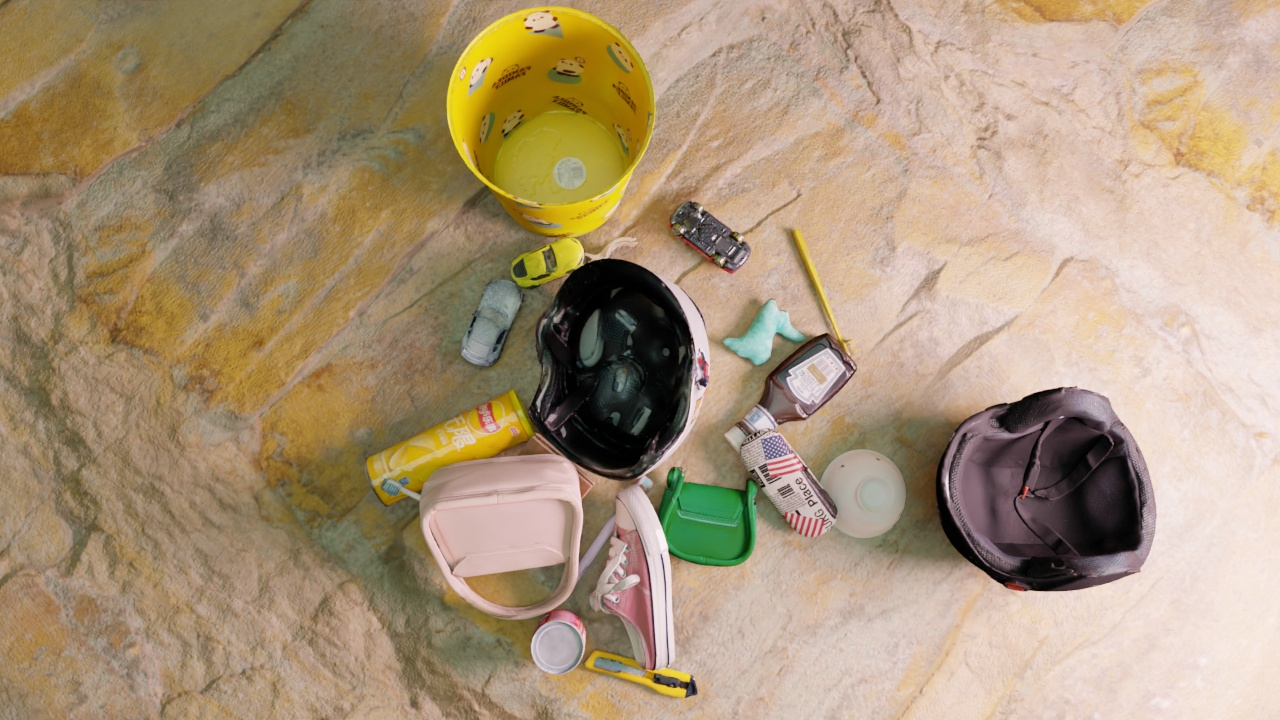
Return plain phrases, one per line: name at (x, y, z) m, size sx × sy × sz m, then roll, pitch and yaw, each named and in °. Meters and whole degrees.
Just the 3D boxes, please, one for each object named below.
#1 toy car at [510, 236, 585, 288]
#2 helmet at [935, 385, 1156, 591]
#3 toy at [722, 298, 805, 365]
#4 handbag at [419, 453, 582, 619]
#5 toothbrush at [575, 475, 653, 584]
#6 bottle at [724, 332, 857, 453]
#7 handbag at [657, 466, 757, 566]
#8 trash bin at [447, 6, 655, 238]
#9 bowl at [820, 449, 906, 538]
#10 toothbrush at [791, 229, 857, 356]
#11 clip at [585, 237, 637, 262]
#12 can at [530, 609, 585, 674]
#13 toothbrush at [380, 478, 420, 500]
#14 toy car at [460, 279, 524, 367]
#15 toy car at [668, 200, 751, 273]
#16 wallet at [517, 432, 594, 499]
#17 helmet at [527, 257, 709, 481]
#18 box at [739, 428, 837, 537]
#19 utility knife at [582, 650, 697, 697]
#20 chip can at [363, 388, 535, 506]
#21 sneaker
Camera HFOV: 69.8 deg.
toy car at (-0.124, -0.131, 1.222) m, size 0.105 × 0.032 × 0.048 m, roll -19°, pitch 83°, yaw 15°
helmet at (0.482, 0.168, 1.128) m, size 0.274 × 0.230 × 0.233 m, roll 2°, pitch 70°, yaw -3°
toy at (0.171, -0.036, 1.237) m, size 0.096 × 0.030 × 0.092 m, roll 31°, pitch 86°, yaw -5°
handbag at (-0.161, 0.234, 1.137) m, size 0.193 × 0.093 × 0.234 m, roll -7°, pitch 118°, yaw -2°
toothbrush at (-0.045, 0.232, 1.208) m, size 0.021 × 0.029 × 0.189 m, roll 33°, pitch 84°, yaw 42°
bottle at (0.195, 0.050, 1.222) m, size 0.195 × 0.044 × 0.080 m, roll -41°, pitch 87°, yaw -4°
handbag at (0.087, 0.204, 1.190) m, size 0.131 × 0.068 × 0.120 m, roll 8°, pitch 83°, yaw -2°
trash bin at (-0.104, -0.268, 1.136) m, size 0.229 × 0.255 × 0.229 m, roll 0°, pitch 84°, yaw -3°
bowl at (0.299, 0.175, 1.202) m, size 0.118 × 0.065 × 0.118 m, roll 0°, pitch 84°, yaw -1°
toothbrush at (0.251, -0.092, 1.252) m, size 0.016 × 0.016 × 0.190 m, roll -22°, pitch 85°, yaw -9°
clip at (-0.043, -0.125, 1.236) m, size 0.102 × 0.035 × 0.095 m, roll -28°, pitch 85°, yaw 0°
can at (-0.102, 0.352, 1.156) m, size 0.066 × 0.094 × 0.066 m, roll 0°, pitch 85°, yaw -2°
toothbrush at (-0.226, 0.199, 1.168) m, size 0.221 × 0.027 × 0.026 m, roll 27°, pitch 44°, yaw -17°
toy car at (-0.198, -0.050, 1.220) m, size 0.054 × 0.037 × 0.120 m, roll 23°, pitch 86°, yaw 1°
toy car at (0.092, -0.165, 1.239) m, size 0.120 × 0.045 × 0.053 m, roll 41°, pitch 82°, yaw 8°
wallet at (-0.124, 0.158, 1.180) m, size 0.101 × 0.020 × 0.116 m, roll 39°, pitch 126°, yaw 2°
helmet at (-0.007, 0.007, 1.149) m, size 0.230 × 0.156 × 0.274 m, roll 18°, pitch 106°, yaw 26°
box at (0.193, 0.158, 1.193) m, size 0.069 × 0.052 × 0.164 m, roll -35°, pitch 98°, yaw 5°
utility knife at (0.001, 0.409, 1.193) m, size 0.156 × 0.015 × 0.033 m, roll 15°, pitch 81°, yaw 0°
chip can at (-0.245, 0.111, 1.186) m, size 0.213 × 0.072 × 0.072 m, roll -24°, pitch 86°, yaw -4°
sneaker at (-0.015, 0.280, 1.159) m, size 0.087 × 0.118 × 0.241 m, roll -8°, pitch 95°, yaw -20°
